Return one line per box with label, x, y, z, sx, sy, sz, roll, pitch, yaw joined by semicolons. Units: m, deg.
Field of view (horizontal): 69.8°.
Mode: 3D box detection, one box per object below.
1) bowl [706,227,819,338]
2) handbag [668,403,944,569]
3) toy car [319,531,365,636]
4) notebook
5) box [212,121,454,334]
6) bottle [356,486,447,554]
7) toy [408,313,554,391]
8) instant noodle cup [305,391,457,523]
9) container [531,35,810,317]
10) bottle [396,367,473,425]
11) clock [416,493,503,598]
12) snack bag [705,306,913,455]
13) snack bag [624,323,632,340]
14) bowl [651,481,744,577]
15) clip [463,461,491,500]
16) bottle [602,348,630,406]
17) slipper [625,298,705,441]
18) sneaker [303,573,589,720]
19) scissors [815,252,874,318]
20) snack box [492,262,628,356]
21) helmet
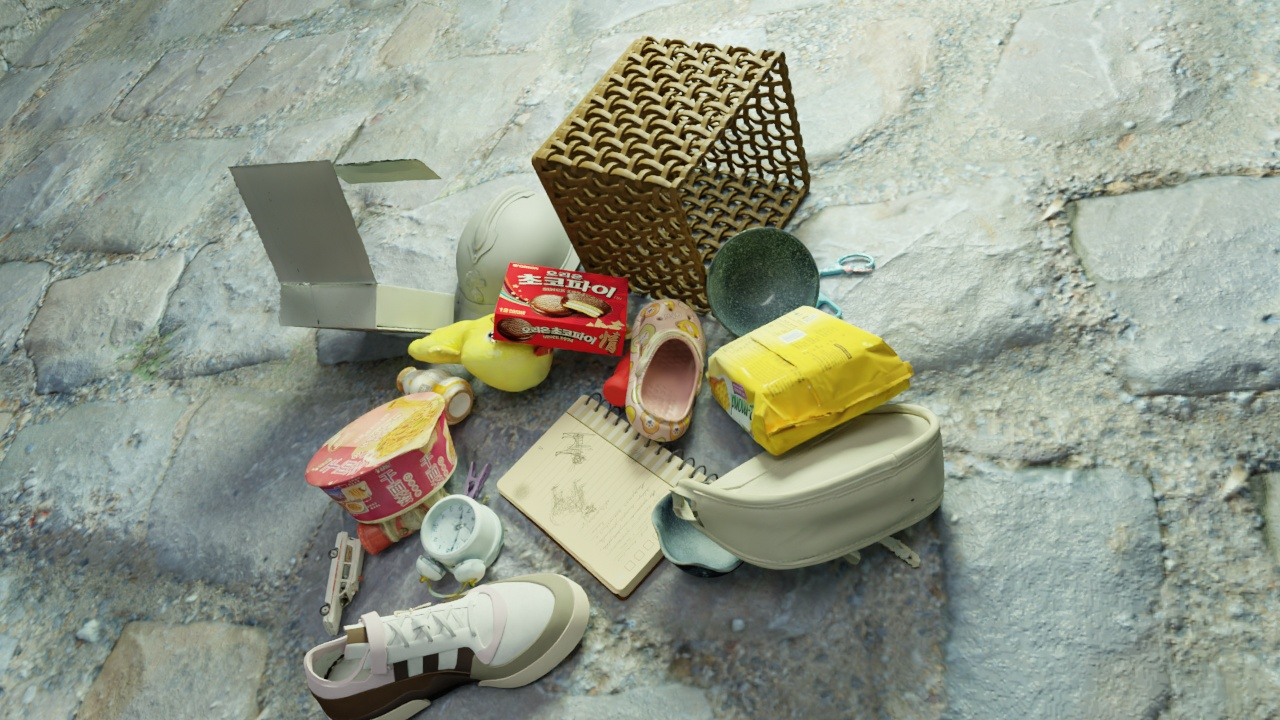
bowl;0.141;-0.090;1.102;0.137;0.137;0.057;-31;9;-4
handbag;0.171;0.133;0.893;0.228;0.132;0.184;-24;25;-32
toy car;-0.338;0.253;1.046;0.039;0.039;0.113;-1;51;-6
notebook;-0.040;0.139;1.026;0.167;0.024;0.225;-46;51;-15
box;-0.382;-0.139;1.169;0.167;0.331;0.164;2;40;25
bottle;-0.274;0.184;1.070;0.109;0.044;0.044;-28;48;-3
toy;-0.191;-0.015;1.154;0.208;0.092;0.133;11;26;21
instant noodle cup;-0.293;0.119;1.076;0.179;0.078;0.178;-21;24;9
container;0.047;-0.236;1.160;0.214;0.220;0.251;20;62;33
bottle;-0.265;0.040;1.170;0.109;0.063;0.063;20;62;36
clock;-0.201;0.206;1.015;0.083;0.057;0.117;-2;60;20
snack bag;0.163;0.010;0.952;0.159;0.068;0.247;-25;16;-5
snack bag;-0.039;-0.054;1.183;0.026;0.020;0.099;-29;48;-13
bowl;0.065;0.178;0.922;0.110;0.055;0.110;1;44;-1
clip;-0.198;0.144;1.093;0.032;0.013;0.051;4;57;26
bottle;-0.007;0.006;1.101;0.036;0.036;0.118;5;39;25
slipper;0.039;-0.001;1.049;0.093;0.082;0.196;19;51;-13
sneaker;-0.201;0.273;0.919;0.294;0.116;0.111;-20;48;6
scissors;0.219;-0.090;1.118;0.135;0.015;0.129;-12;48;20
snack box;-0.094;-0.065;1.121;0.152;0.036;0.132;7;32;-4
helmet;-0.188;-0.161;1.262;0.184;0.118;0.270;12;60;29
